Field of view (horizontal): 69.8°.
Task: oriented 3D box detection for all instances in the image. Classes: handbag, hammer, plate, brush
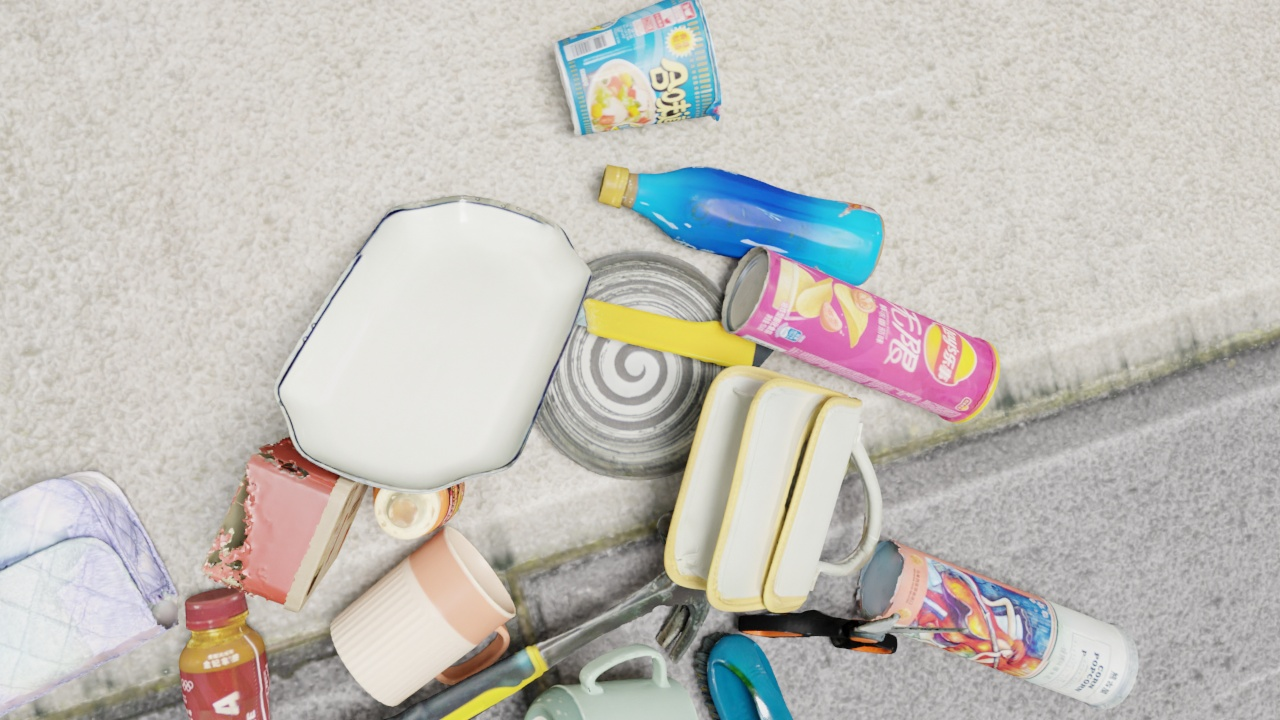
[{"bbox_3d":[-0.438,0.170,0.627,0.193,0.075,0.134,-27,94,-7],"label":"handbag"},{"bbox_3d":[-0.089,0.226,0.658,0.322,0.032,0.126,-25,126,-14],"label":"hammer"},{"bbox_3d":[-0.133,-0.015,0.628,0.162,0.034,0.264,17,49,0],"label":"plate"},{"bbox_3d":[0.117,0.098,0.654,0.178,0.063,0.163,13,95,-32],"label":"handbag"},{"bbox_3d":[0.092,0.280,0.708,0.055,0.074,0.144,-22,93,-24],"label":"brush"},{"bbox_3d":[-0.004,0.004,0.718,0.179,0.024,0.179,0,91,-10],"label":"plate"}]

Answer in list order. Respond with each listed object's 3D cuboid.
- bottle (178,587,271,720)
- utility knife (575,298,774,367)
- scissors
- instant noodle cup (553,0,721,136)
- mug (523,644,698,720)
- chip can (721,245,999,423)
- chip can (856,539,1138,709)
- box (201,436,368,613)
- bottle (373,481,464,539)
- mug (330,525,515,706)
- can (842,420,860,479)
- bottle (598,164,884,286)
[{"bbox_3d":[-0.294,0.253,0.658,0.057,0.057,0.175,-7,91,-9],"label":"bottle"},{"bbox_3d":[0.022,-0.022,0.702,0.167,0.015,0.033,13,81,-9],"label":"utility knife"},{"bbox_3d":[0.162,0.192,0.657,0.197,0.228,0.021,24,65,-37],"label":"scissors"},{"bbox_3d":[-0.005,-0.215,0.685,0.110,0.099,0.099,-14,92,-2],"label":"instant noodle cup"},{"bbox_3d":[-0.021,0.255,0.644,0.106,0.082,0.112,9,93,-32],"label":"mug"},{"bbox_3d":[0.169,-0.018,0.703,0.210,0.071,0.071,21,87,-17],"label":"chip can"},{"bbox_3d":[0.284,0.212,0.739,0.214,0.071,0.071,22,87,-7],"label":"chip can"},{"bbox_3d":[-0.233,0.098,0.609,0.077,0.168,0.091,23,86,-9],"label":"box"},{"bbox_3d":[-0.156,0.093,0.631,0.066,0.149,0.067,0,90,-9],"label":"bottle"},{"bbox_3d":[-0.150,0.196,0.675,0.106,0.081,0.114,-38,125,-5],"label":"mug"},{"bbox_3d":[0.113,0.071,0.710,0.083,0.057,0.102,25,87,-27],"label":"can"},{"bbox_3d":[0.076,-0.111,0.708,0.218,0.065,0.065,13,88,-9],"label":"bottle"}]
